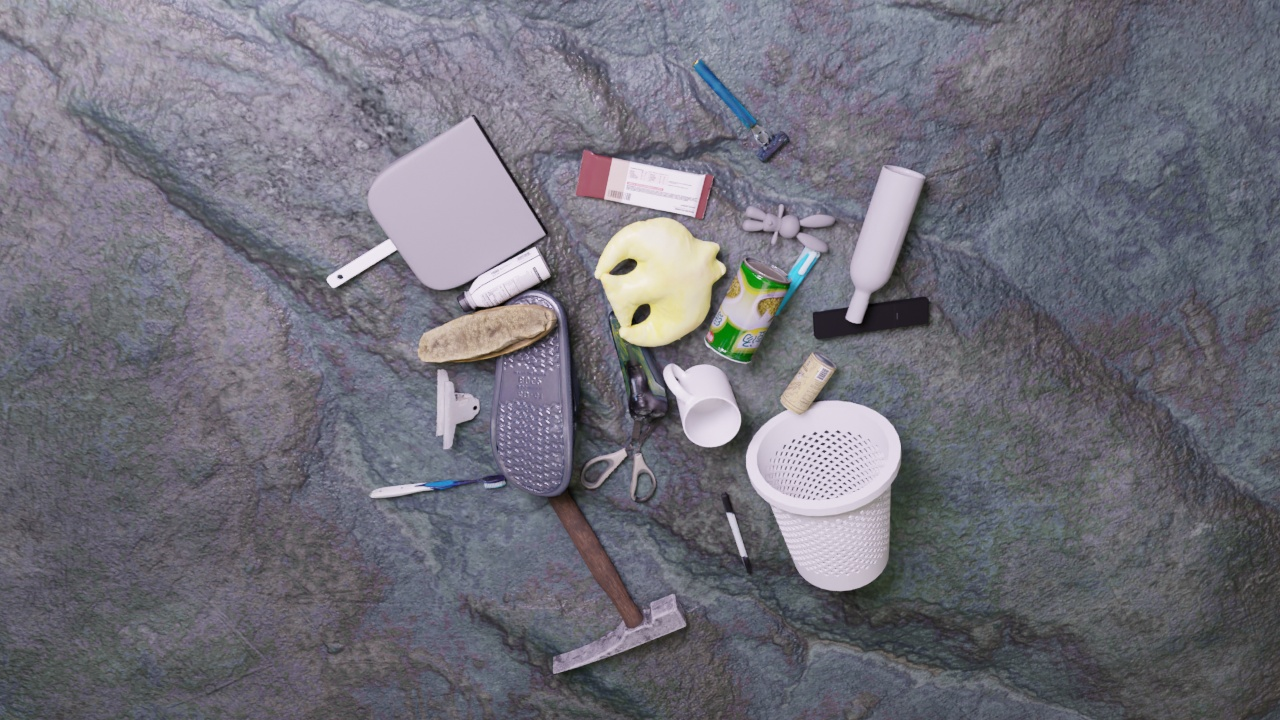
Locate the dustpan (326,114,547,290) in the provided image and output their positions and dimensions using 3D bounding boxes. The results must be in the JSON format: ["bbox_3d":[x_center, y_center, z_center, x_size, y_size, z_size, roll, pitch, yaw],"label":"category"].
[{"bbox_3d":[-0.263,-0.156,1.096,0.257,0.033,0.163,-31,115,1],"label":"dustpan"}]

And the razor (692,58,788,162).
[{"bbox_3d":[0.112,-0.292,1.060,0.042,0.022,0.144,-42,111,14],"label":"razor"}]

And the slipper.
[{"bbox_3d":[-0.132,0.040,1.182,0.111,0.083,0.268,2,100,11],"label":"slipper"}]

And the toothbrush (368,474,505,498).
[{"bbox_3d":[-0.280,0.176,1.266,0.189,0.016,0.017,-6,127,-2],"label":"toothbrush"}]

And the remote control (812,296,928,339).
[{"bbox_3d":[0.300,-0.056,1.196,0.150,0.013,0.034,-8,113,0],"label":"remote control"}]

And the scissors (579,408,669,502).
[{"bbox_3d":[-0.017,0.133,1.265,0.166,0.012,0.157,-20,118,5],"label":"scissors"}]

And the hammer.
[{"bbox_3d":[-0.090,0.317,1.339,0.218,0.037,0.301,-24,115,8],"label":"hammer"}]

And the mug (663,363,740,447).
[{"bbox_3d":[0.073,0.047,1.186,0.110,0.090,0.074,38,108,-20],"label":"mug"}]

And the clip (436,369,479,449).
[{"bbox_3d":[-0.246,0.062,1.206,0.058,0.051,0.102,17,118,19],"label":"clip"}]

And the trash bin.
[{"bbox_3d":[0.257,0.193,1.233,0.195,0.195,0.200,-16,126,3],"label":"trash bin"}]

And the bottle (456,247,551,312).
[{"bbox_3d":[-0.168,-0.094,1.116,0.116,0.041,0.041,-28,115,-1],"label":"bottle"}]

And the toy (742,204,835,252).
[{"bbox_3d":[0.182,-0.164,1.124,0.111,0.030,0.049,11,100,-4],"label":"toy"}]

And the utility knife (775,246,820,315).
[{"bbox_3d":[0.172,-0.071,1.176,0.022,0.015,0.179,28,110,-16],"label":"utility knife"}]

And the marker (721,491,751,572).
[{"bbox_3d":[0.140,0.251,1.338,0.011,0.011,0.152,-17,117,4],"label":"marker"}]

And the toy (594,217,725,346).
[{"bbox_3d":[0.029,-0.097,1.123,0.155,0.064,0.170,-24,120,-5],"label":"toy"}]

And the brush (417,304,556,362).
[{"bbox_3d":[-0.191,-0.032,1.123,0.196,0.043,0.059,-12,91,24],"label":"brush"}]

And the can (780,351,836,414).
[{"bbox_3d":[0.222,0.031,1.219,0.038,0.038,0.080,26,112,-16],"label":"can"}]

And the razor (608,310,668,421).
[{"bbox_3d":[-0.007,0.007,1.176,0.054,0.067,0.151,-13,109,15],"label":"razor"}]

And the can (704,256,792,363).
[{"bbox_3d":[0.134,-0.061,1.150,0.067,0.067,0.121,20,113,-14],"label":"can"}]

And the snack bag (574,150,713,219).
[{"bbox_3d":[0.005,-0.210,1.096,0.158,0.013,0.057,9,117,-8],"label":"snack bag"}]

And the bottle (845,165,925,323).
[{"bbox_3d":[0.293,-0.138,1.132,0.052,0.052,0.195,9,115,-9],"label":"bottle"}]
